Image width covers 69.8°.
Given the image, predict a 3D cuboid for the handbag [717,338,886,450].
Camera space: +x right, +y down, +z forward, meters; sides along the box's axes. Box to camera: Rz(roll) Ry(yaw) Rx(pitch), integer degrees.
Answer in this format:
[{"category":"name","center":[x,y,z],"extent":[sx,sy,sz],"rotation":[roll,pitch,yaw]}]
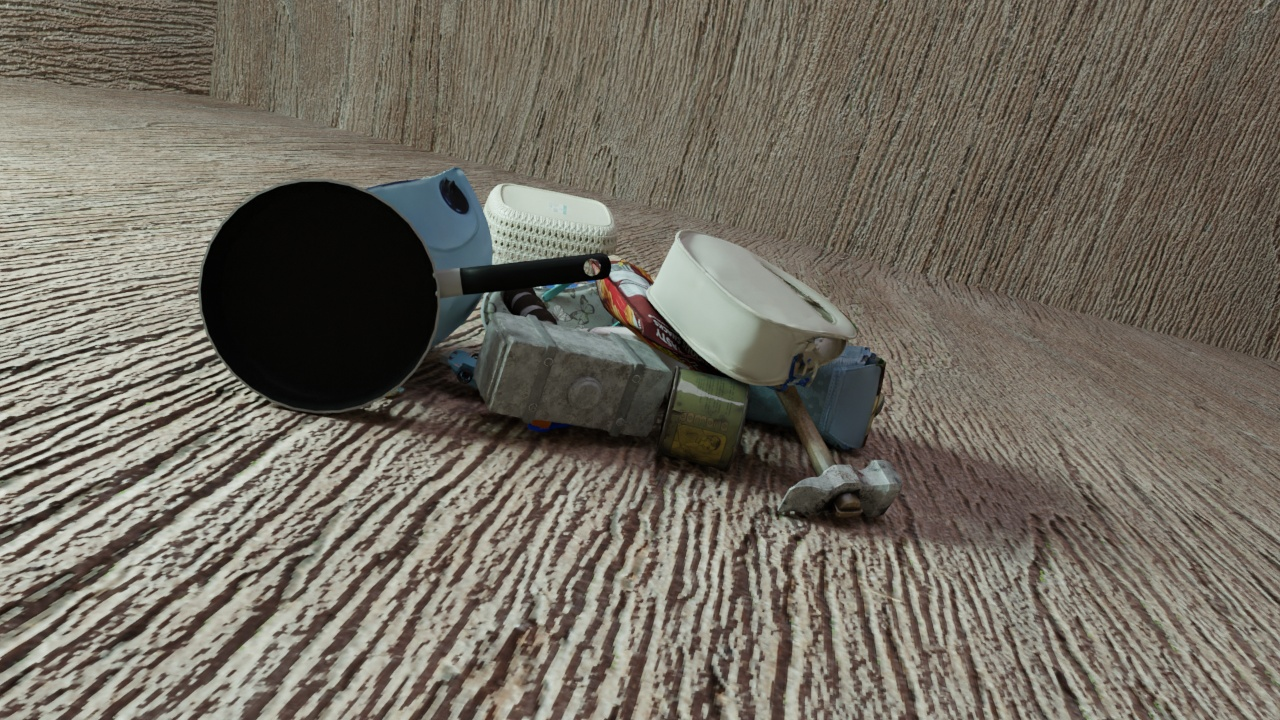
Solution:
[{"category":"handbag","center":[0.187,0.026,1.071],"extent":[0.192,0.122,0.118],"rotation":[13,16,18]}]

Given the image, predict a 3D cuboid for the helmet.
[{"category":"helmet","center":[-0.256,-0.091,0.966],"extent":[0.167,0.226,0.264],"rotation":[54,35,-11]}]

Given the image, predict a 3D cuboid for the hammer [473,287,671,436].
[{"category":"hammer","center":[-0.105,-0.032,0.989],"extent":[0.176,0.080,0.326],"rotation":[11,19,-27]}]

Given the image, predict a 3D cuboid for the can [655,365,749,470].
[{"category":"can","center":[0.061,0.057,0.900],"extent":[0.074,0.090,0.089],"rotation":[14,16,0]}]

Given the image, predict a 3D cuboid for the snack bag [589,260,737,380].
[{"category":"snack bag","center":[0.018,-0.045,0.978],"extent":[0.139,0.066,0.208],"rotation":[35,5,-35]}]

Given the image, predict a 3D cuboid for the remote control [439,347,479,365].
[{"category":"remote control","center":[-0.154,0.013,1.025],"extent":[0.136,0.011,0.050],"rotation":[18,16,18]}]

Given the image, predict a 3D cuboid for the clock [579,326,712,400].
[{"category":"clock","center":[-0.007,0.006,1.088],"extent":[0.161,0.073,0.125],"rotation":[17,14,41]}]

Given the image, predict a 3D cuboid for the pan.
[{"category":"pan","center":[-0.205,-0.066,0.821],"extent":[0.355,0.204,0.044],"rotation":[-7,9,-5]}]

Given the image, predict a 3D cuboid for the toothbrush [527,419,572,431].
[{"category":"toothbrush","center":[-0.046,0.056,0.947],"extent":[0.182,0.018,0.016],"rotation":[-5,36,-48]}]

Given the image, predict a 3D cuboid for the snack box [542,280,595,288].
[{"category":"snack box","center":[-0.071,-0.099,1.386],"extent":[0.151,0.034,0.087],"rotation":[13,-11,-2]}]

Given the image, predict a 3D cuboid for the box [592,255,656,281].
[{"category":"box","center":[0.012,-0.083,1.129],"extent":[0.187,0.056,0.059],"rotation":[35,-7,36]}]

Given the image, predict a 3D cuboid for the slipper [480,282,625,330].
[{"category":"slipper","center":[-0.074,-0.060,1.198],"extent":[0.268,0.098,0.055],"rotation":[-6,-3,-30]}]

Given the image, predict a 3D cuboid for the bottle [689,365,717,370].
[{"category":"bottle","center":[0.140,-0.008,1.246],"extent":[0.176,0.062,0.062],"rotation":[7,17,-20]}]

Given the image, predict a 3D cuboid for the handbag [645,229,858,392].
[{"category":"handbag","center":[0.119,-0.049,0.944],"extent":[0.199,0.093,0.200],"rotation":[2,35,-39]}]

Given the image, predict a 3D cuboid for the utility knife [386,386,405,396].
[{"category":"utility knife","center":[-0.305,0.011,0.904],"extent":[0.151,0.017,0.030],"rotation":[17,25,4]}]

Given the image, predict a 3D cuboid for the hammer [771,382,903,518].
[{"category":"hammer","center":[0.148,0.032,0.940],"extent":[0.121,0.049,0.318],"rotation":[2,42,-22]}]

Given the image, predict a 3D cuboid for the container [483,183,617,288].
[{"category":"container","center":[-0.153,-0.189,1.493],"extent":[0.246,0.143,0.184],"rotation":[9,29,-16]}]

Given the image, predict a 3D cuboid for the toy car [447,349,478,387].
[{"category":"toy car","center":[-0.150,0.024,0.951],"extent":[0.108,0.027,0.060],"rotation":[20,20,-2]}]
